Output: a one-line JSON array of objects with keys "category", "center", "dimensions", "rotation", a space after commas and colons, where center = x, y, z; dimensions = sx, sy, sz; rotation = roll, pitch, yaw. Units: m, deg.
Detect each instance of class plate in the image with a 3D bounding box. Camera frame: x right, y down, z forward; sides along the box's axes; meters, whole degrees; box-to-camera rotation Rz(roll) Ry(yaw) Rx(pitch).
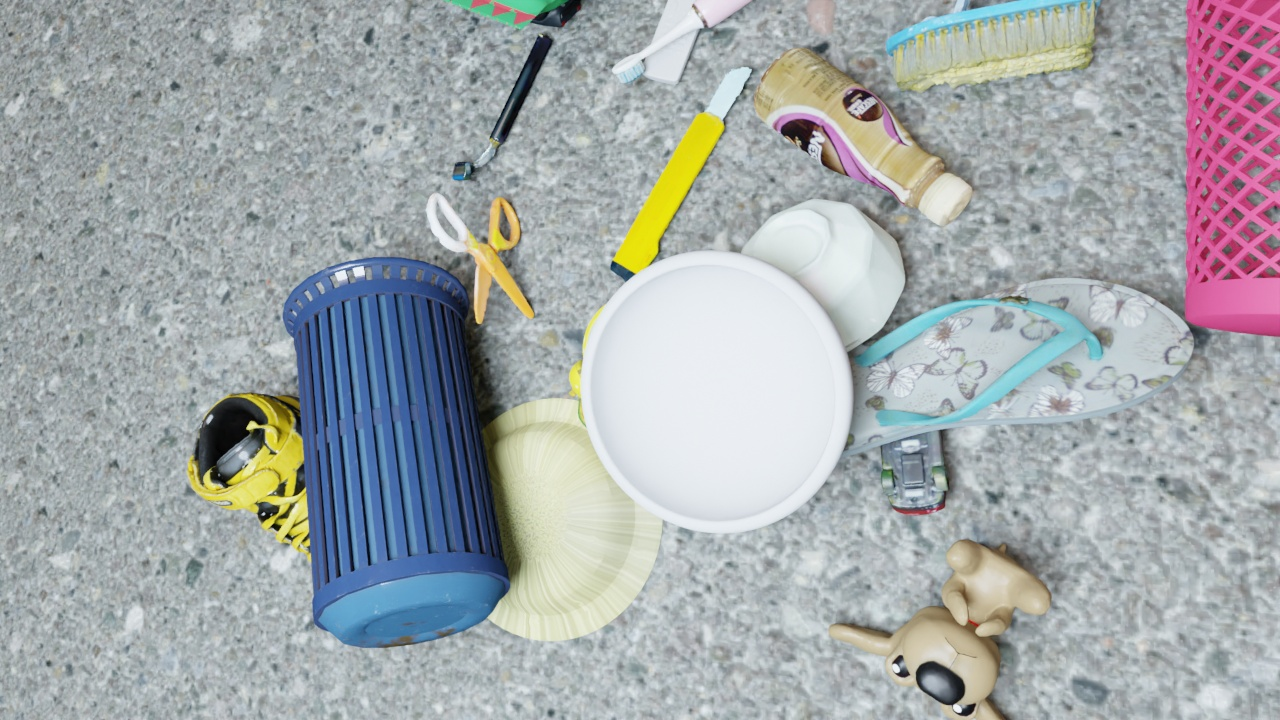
[{"category": "plate", "center": [-0.077, 0.118, 0.693], "dimensions": [0.185, 0.036, 0.184], "rotation": [-4, 79, 20]}]

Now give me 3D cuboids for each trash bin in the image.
[{"category": "trash bin", "center": [-0.175, 0.067, 0.658], "dimensions": [0.139, 0.139, 0.249], "rotation": [-23, 61, 15]}]

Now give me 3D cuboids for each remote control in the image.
[{"category": "remote control", "center": [0.039, -0.285, 0.738], "dimensions": [0.033, 0.012, 0.131], "rotation": [20, 88, 20]}]

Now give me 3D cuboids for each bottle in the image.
[{"category": "bottle", "center": [0.157, -0.154, 0.645], "dimensions": [0.166, 0.059, 0.060], "rotation": [43, 96, 21]}]

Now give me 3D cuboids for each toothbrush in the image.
[{"category": "toothbrush", "center": [0.072, -0.284, 0.709], "dimensions": [0.223, 0.026, 0.027], "rotation": [-33, 39, 7]}]

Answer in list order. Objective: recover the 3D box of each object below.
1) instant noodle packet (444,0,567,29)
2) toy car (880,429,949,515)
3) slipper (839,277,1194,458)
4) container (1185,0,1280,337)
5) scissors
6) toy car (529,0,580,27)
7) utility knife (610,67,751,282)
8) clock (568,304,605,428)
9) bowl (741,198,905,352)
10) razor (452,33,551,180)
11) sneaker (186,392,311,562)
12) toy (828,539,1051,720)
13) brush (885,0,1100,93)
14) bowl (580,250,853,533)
[{"category": "instant noodle packet", "center": [-0.092, -0.361, 0.739], "dimensions": [0.196, 0.090, 0.252], "rotation": [28, 61, 22]}, {"category": "toy car", "center": [0.181, 0.057, 0.609], "dimensions": [0.042, 0.036, 0.091], "rotation": [-9, 66, 21]}, {"category": "slipper", "center": [0.195, -0.001, 0.582], "dimensions": [0.269, 0.055, 0.098], "rotation": [-15, 54, 21]}, {"category": "container", "center": [0.386, -0.129, 0.505], "dimensions": [0.183, 0.183, 0.225], "rotation": [7, 90, 21]}, {"category": "scissors", "center": [-0.125, -0.085, 0.719], "dimensions": [0.011, 0.128, 0.125], "rotation": [-22, 53, 34]}, {"category": "toy car", "center": [-0.106, -0.310, 0.781], "dimensions": [0.112, 0.034, 0.046], "rotation": [22, 55, 16]}, {"category": "utility knife", "center": [0.032, -0.145, 0.711], "dimensions": [0.030, 0.018, 0.191], "rotation": [31, 95, 18]}, {"category": "clock", "center": [-0.004, 0.004, 0.678], "dimensions": [0.083, 0.057, 0.119], "rotation": [32, 100, 23]}, {"category": "bowl", "center": [0.113, -0.063, 0.622], "dimensions": [0.118, 0.061, 0.117], "rotation": [-18, 53, 26]}, {"category": "razor", "center": [-0.113, -0.211, 0.778], "dimensions": [0.144, 0.022, 0.043], "rotation": [-59, 28, -2]}, {"category": "sneaker", "center": [-0.256, 0.113, 0.715], "dimensions": [0.086, 0.122, 0.238], "rotation": [-47, 67, 8]}, {"category": "toy", "center": [0.195, 0.164, 0.557], "dimensions": [0.134, 0.105, 0.108], "rotation": [30, 102, 19]}, {"category": "brush", "center": [0.238, -0.233, 0.631], "dimensions": [0.136, 0.055, 0.075], "rotation": [-5, 83, 20]}, {"category": "bowl", "center": [0.053, 0.018, 0.593], "dimensions": [0.177, 0.066, 0.176], "rotation": [3, 97, 24]}]
